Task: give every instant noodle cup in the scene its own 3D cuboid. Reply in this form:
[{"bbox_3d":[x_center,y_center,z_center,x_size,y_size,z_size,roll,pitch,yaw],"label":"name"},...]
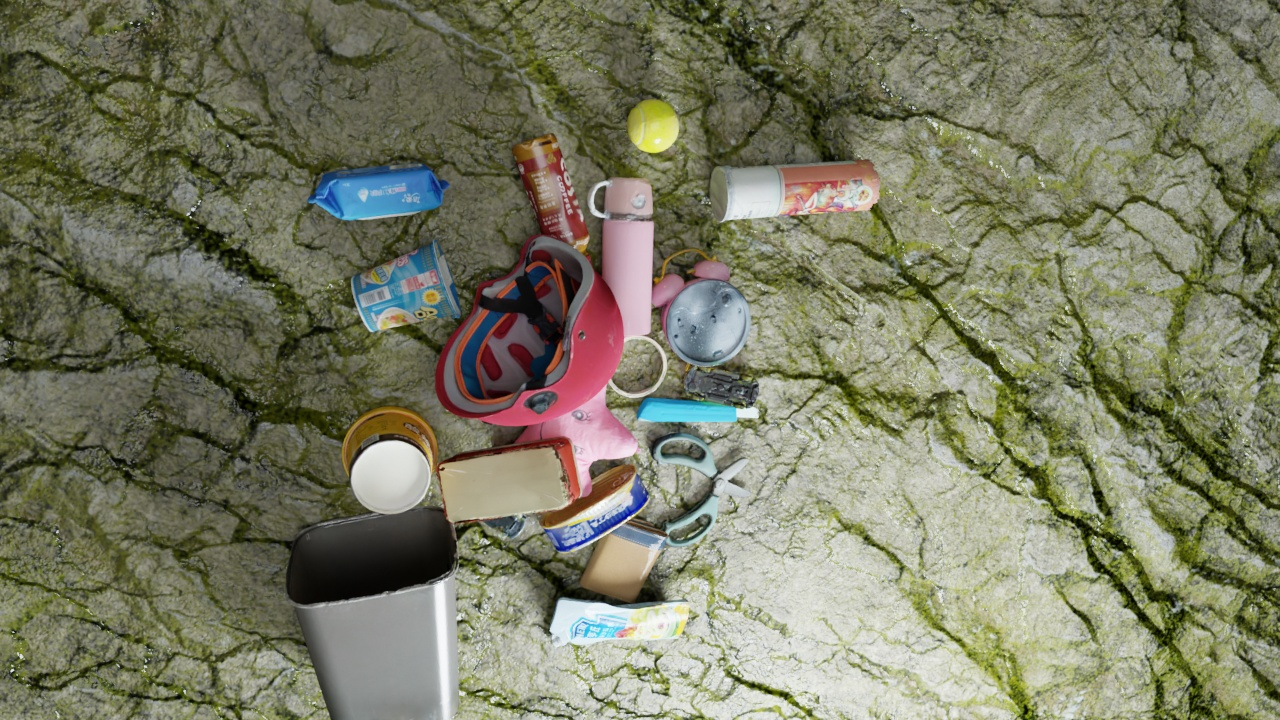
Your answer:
[{"bbox_3d":[-0.308,0.126,1.129,0.118,0.114,0.118,-3,102,-14],"label":"instant noodle cup"},{"bbox_3d":[-0.284,-0.083,1.105,0.110,0.099,0.099,-17,106,-4],"label":"instant noodle cup"}]

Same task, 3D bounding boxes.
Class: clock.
[{"bbox_3d":[0.076,-0.071,1.216,0.117,0.060,0.158,-22,108,-8],"label":"clock"}]

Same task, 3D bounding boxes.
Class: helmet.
[{"bbox_3d":[-0.117,-0.012,1.104,0.240,0.207,0.144,-44,135,11],"label":"helmet"}]

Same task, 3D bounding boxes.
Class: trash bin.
[{"bbox_3d":[-0.314,0.326,1.138,0.198,0.199,0.220,-9,110,-13],"label":"trash bin"}]

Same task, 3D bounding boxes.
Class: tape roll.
[{"bbox_3d":[-0.007,0.007,1.235,0.085,0.014,0.086,-3,103,-14],"label":"tape roll"}]

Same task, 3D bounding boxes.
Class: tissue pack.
[{"bbox_3d":[-0.303,-0.196,1.071,0.157,0.095,0.052,-8,109,-13],"label":"tissue pack"}]

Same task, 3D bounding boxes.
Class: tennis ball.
[{"bbox_3d":[0.016,-0.293,1.148,0.065,0.065,0.065,-3,103,-14],"label":"tennis ball"}]

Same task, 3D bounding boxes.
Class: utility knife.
[{"bbox_3d":[0.083,0.071,1.270,0.178,0.018,0.034,3,115,-17],"label":"utility knife"}]

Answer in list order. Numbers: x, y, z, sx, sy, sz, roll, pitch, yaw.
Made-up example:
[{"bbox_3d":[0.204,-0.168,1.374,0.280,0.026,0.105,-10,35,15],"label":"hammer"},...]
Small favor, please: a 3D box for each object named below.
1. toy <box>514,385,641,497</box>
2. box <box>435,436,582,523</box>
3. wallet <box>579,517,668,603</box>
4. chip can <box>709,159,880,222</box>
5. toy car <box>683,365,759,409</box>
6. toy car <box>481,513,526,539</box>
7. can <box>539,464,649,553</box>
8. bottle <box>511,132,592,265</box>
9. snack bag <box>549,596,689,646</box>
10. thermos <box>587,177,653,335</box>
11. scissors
[{"bbox_3d":[-0.082,0.080,1.194,0.178,0.074,0.195,16,101,3],"label":"toy"},{"bbox_3d":[-0.165,0.153,1.141,0.168,0.077,0.091,-10,93,15],"label":"box"},{"bbox_3d":[-0.023,0.275,1.277,0.090,0.033,0.115,21,101,-16],"label":"wallet"},{"bbox_3d":[0.203,-0.226,1.210,0.214,0.071,0.071,-7,103,-14],"label":"chip can"},{"bbox_3d":[0.110,0.035,1.263,0.105,0.032,0.048,12,99,-5],"label":"toy car"},{"bbox_3d":[-0.194,0.198,1.217,0.090,0.034,0.043,35,96,-5],"label":"toy car"},{"bbox_3d":[-0.061,0.199,1.231,0.148,0.074,0.049,-31,110,-6],"label":"can"},{"bbox_3d":[-0.105,-0.191,1.143,0.057,0.057,0.175,-22,106,-9],"label":"bottle"},{"bbox_3d":[-0.033,0.364,1.279,0.191,0.038,0.111,3,141,-17],"label":"snack bag"},{"bbox_3d":[-0.026,-0.133,1.169,0.087,0.067,0.199,-6,105,-26],"label":"thermos"},{"bbox_3d":[0.068,0.172,1.289,0.170,0.019,0.179,-42,108,-1],"label":"scissors"}]
